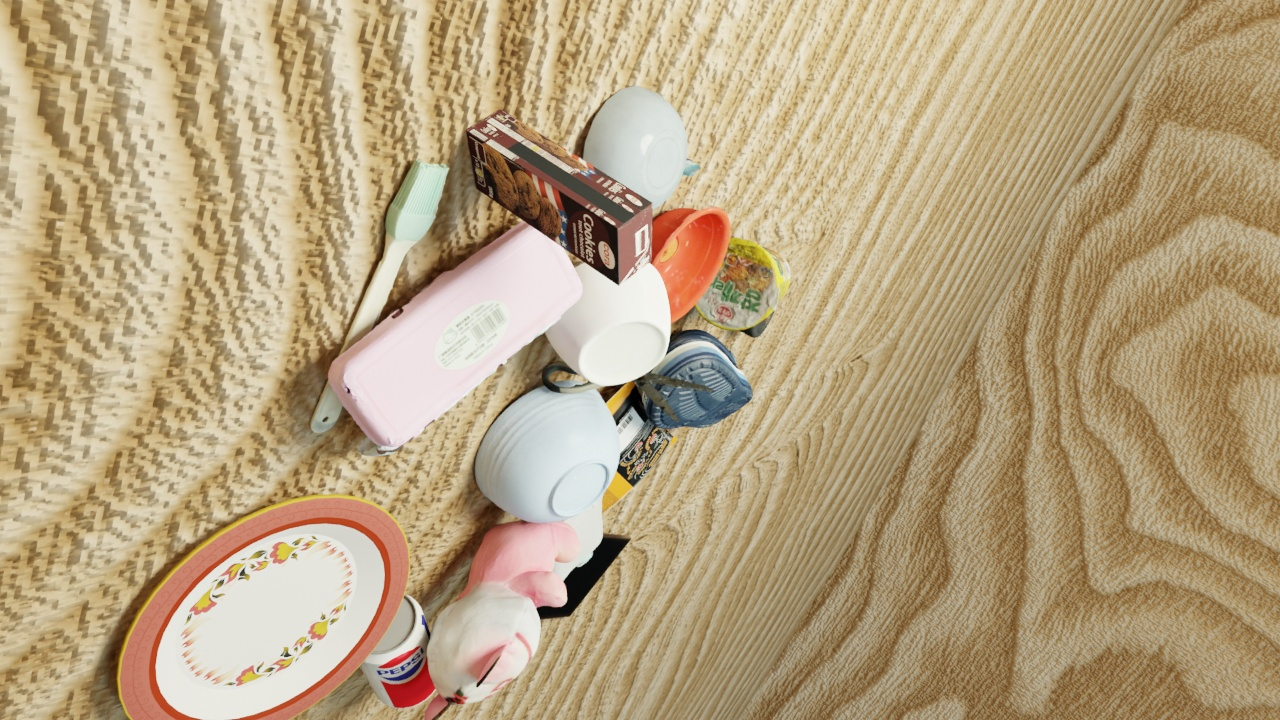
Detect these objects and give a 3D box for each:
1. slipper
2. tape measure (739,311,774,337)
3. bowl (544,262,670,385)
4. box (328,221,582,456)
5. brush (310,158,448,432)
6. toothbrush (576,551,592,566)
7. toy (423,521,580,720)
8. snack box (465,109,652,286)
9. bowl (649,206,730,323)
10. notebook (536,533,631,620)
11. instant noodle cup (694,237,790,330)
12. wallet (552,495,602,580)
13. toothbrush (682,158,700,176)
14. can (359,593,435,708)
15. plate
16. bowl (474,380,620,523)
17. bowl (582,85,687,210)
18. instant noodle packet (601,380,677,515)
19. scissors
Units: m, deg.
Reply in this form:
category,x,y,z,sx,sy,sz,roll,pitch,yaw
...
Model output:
category,x,y,z,sx,sy,sz,roll,pitch,yaw
slipper,0.056,0.019,1.034,0.105,0.095,0.252,-31,161,10
tape measure,0.141,-0.062,1.138,0.062,0.038,0.067,-56,159,-15
bowl,-0.024,-0.029,0.802,0.116,0.065,0.116,-14,141,-12
box,-0.143,-0.016,0.696,0.201,0.103,0.101,-42,116,-26
brush,-0.185,-0.039,0.634,0.033,0.012,0.218,-5,129,-59
toothbrush,-0.123,0.271,1.089,0.180,0.016,0.017,-26,155,-42
toy,-0.138,0.240,0.874,0.142,0.084,0.212,-31,-159,32
snack box,-0.055,-0.110,0.612,0.031,0.141,0.051,-40,151,-27
bowl,0.029,-0.099,0.885,0.130,0.045,0.131,-40,152,-27
notebook,-0.097,0.276,1.171,0.141,0.008,0.209,-52,155,5
instant noodle cup,0.119,-0.087,1.007,0.108,0.102,0.102,-21,141,-63
wallet,-0.078,0.190,1.018,0.086,0.032,0.116,-41,152,-34
toothbrush,-0.006,-0.157,0.784,0.188,0.017,0.016,-23,137,-48
can,-0.233,0.276,0.874,0.070,0.070,0.132,-39,151,-29
plate,-0.285,0.199,0.715,0.229,0.021,0.230,-30,137,-33
bowl,-0.076,0.101,0.883,0.150,0.075,0.151,-25,137,-26
bowl,0.003,-0.164,0.741,0.106,0.039,0.106,-32,134,-40
instant noodle packet,-0.039,0.115,1.046,0.159,0.032,0.221,-44,154,-5
scissors,-0.015,0.009,0.849,0.169,0.157,0.013,-8,131,4
